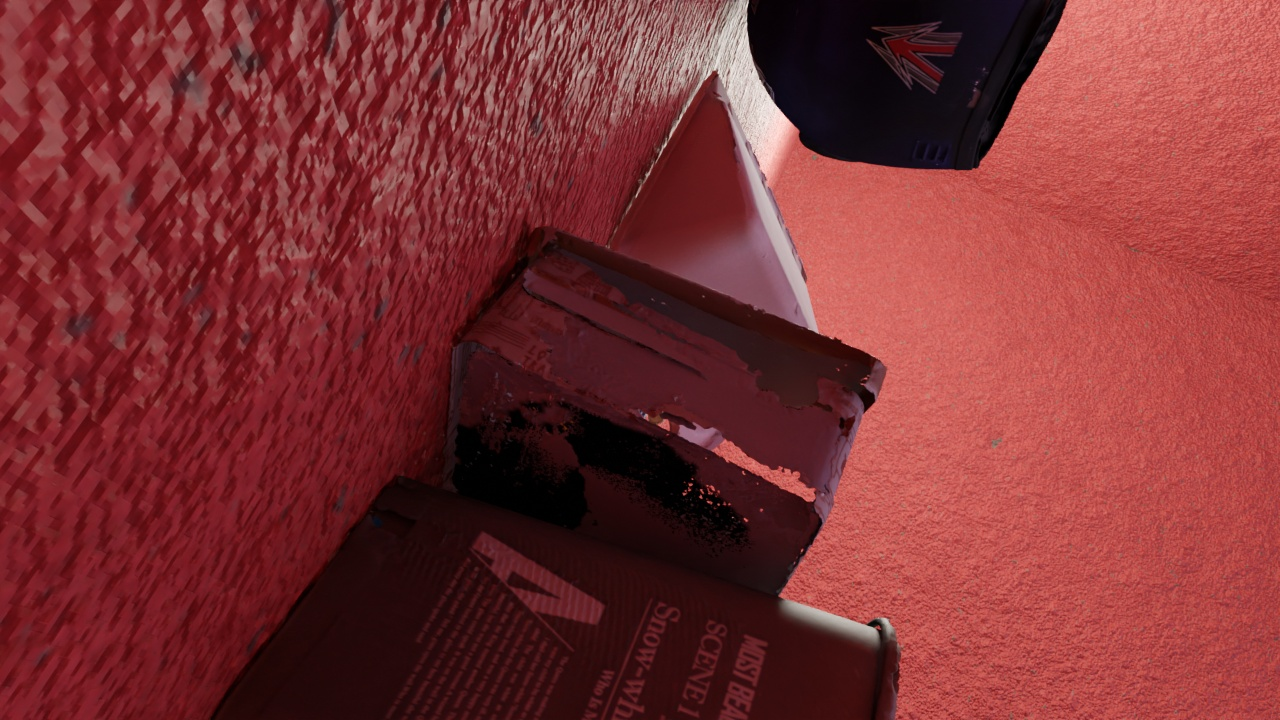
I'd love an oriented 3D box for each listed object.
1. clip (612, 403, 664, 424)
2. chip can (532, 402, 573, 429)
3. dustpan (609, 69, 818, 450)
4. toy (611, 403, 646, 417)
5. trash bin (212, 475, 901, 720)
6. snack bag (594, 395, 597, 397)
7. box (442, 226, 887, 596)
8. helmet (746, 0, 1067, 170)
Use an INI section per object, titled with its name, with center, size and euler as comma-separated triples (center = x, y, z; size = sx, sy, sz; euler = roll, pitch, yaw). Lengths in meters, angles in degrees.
[clip]
center = -0.001, 0.005, 0.785
size = 0.070, 0.035, 0.100
euler = 13, 70, -44
[chip can]
center = -0.070, 0.122, 0.613
size = 0.217, 0.073, 0.073
euler = 107, 8, -45
[dustpan]
center = 0.049, -0.065, 0.729
size = 0.222, 0.139, 0.272
euler = 59, 18, -32
[toy]
center = -0.014, 0.037, 0.924
size = 0.157, 0.050, 0.161
euler = 109, 1, -49
[trash bin]
center = -0.038, 0.176, 0.377
size = 0.198, 0.220, 0.199
euler = -60, 172, -48
[snack bag]
center = -0.062, 0.123, 0.764
size = 0.128, 0.073, 0.208
euler = -83, -173, -86
[box]
center = 0.014, 0.016, 0.459
size = 0.147, 0.181, 0.147
euler = -56, 169, -45
[helmet]
center = 0.223, -0.300, 0.783
size = 0.314, 0.240, 0.248
euler = -39, 154, -53
